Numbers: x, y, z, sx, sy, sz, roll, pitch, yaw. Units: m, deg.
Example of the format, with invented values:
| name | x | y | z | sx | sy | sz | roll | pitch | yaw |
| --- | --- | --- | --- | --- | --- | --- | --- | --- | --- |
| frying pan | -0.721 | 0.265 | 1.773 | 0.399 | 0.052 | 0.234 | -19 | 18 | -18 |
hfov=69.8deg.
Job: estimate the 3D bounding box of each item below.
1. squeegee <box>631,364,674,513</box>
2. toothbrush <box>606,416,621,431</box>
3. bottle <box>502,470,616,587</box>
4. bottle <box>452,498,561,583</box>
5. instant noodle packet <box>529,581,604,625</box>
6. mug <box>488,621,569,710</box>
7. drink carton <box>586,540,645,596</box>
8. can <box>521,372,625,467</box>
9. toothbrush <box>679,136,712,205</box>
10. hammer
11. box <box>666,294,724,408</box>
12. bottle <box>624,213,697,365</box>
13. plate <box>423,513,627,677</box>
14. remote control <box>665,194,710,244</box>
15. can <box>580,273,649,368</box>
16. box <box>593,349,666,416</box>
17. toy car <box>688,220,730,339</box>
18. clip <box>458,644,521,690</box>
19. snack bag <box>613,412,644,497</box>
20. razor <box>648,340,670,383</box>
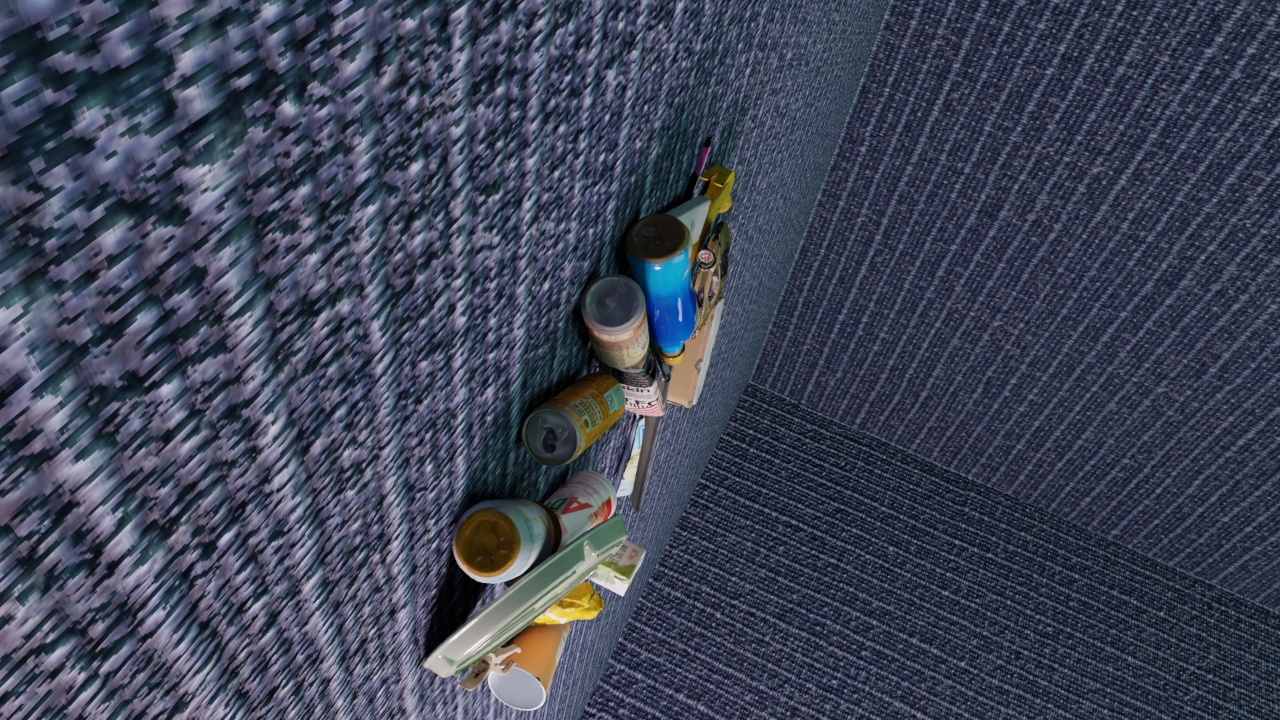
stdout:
| name | x | y | z | sx | sy | sz | roll | pitch | yaw |
| --- | --- | --- | --- | --- | --- | --- | --- | --- | --- |
| squeegee | 0.004 | 0.052 | 1.228 | 0.246 | 0.039 | 0.246 | -109 | -148 | -84 |
| toothbrush | -0.002 | 0.008 | 1.208 | 0.014 | 0.016 | 0.189 | 99 | 16 | -77 |
| bottle | -0.093 | 0.190 | 1.022 | 0.196 | 0.068 | 0.068 | -40 | 152 | -61 |
| bottle | -0.111 | 0.159 | 0.827 | 0.189 | 0.068 | 0.068 | 48 | 66 | -79 |
| instant noodle packet | -0.104 | 0.301 | 1.141 | 0.128 | 0.111 | 0.044 | 79 | 0 | -69 |
| mug | -0.140 | 0.386 | 1.208 | 0.122 | 0.078 | 0.078 | -59 | 169 | -57 |
| drink carton | -0.061 | 0.232 | 1.109 | 0.053 | 0.122 | 0.046 | -57 | 168 | -46 |
| can | -0.061 | 0.054 | 0.877 | 0.145 | 0.058 | 0.058 | -37 | 149 | -70 |
| toothbrush | 0.045 | -0.166 | 1.053 | 0.017 | 0.014 | 0.189 | -16 | 129 | -65 |
| hammer | 0.047 | -0.111 | 1.136 | 0.129 | 0.033 | 0.300 | 74 | 40 | -74 |
| box | 0.074 | -0.028 | 1.345 | 0.089 | 0.062 | 0.184 | -30 | 133 | -75 |
| bottle | 0.026 | -0.062 | 0.961 | 0.065 | 0.065 | 0.219 | -61 | 161 | -26 |
| plate | -0.101 | 0.224 | 0.868 | 0.230 | 0.027 | 0.230 | -36 | 168 | -9 |
| remote control | 0.037 | -0.141 | 1.007 | 0.134 | 0.019 | 0.056 | -39 | 152 | -53 |
| can | -0.022 | -0.035 | 0.871 | 0.116 | 0.058 | 0.058 | 83 | 33 | -72 |
| box | -0.006 | 0.005 | 1.006 | 0.162 | 0.075 | 0.086 | 59 | 43 | -70 |
| toy car | 0.083 | -0.098 | 1.147 | 0.070 | 0.042 | 0.158 | -51 | 160 | -60 |
| clip | -0.173 | 0.342 | 1.054 | 0.072 | 0.035 | 0.100 | -66 | 162 | 3 |
| snack bag | 0.000 | 0.117 | 1.418 | 0.110 | 0.039 | 0.191 | -42 | 153 | -53 |
| razor | 0.014 | -0.033 | 1.064 | 0.042 | 0.022 | 0.143 | -49 | 136 | -41 |
